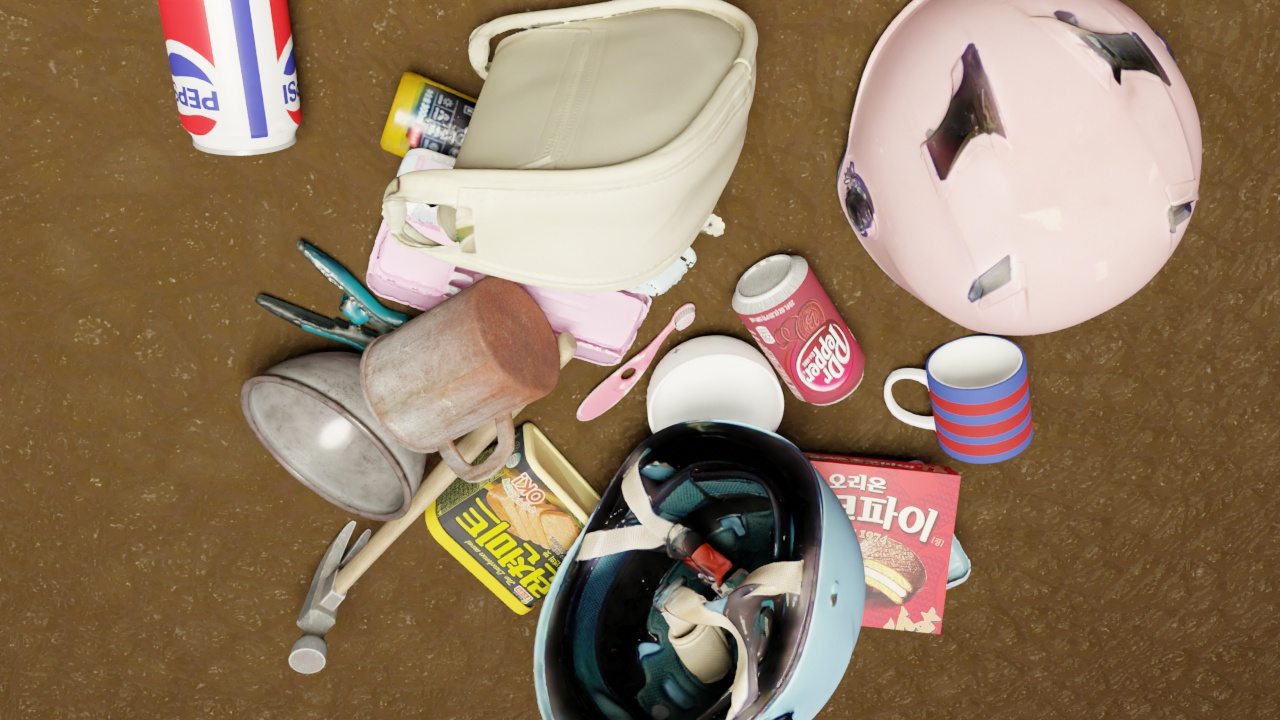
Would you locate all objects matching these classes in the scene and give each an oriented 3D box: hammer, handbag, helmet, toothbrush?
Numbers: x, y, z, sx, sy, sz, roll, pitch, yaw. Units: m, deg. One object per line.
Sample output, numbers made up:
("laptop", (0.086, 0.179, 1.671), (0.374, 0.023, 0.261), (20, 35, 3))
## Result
("hammer", (-0.162, 0.096, 0.697), (0.030, 0.119, 0.332), (34, 111, -24))
("handbag", (-0.030, -0.117, 0.542), (0.184, 0.228, 0.132), (7, 132, 2))
("helmet", (0.258, -0.128, 0.614), (0.230, 0.152, 0.255), (-19, 115, 8))
("helmet", (0.051, 0.187, 0.663), (0.265, 0.225, 0.167), (-50, 130, -2))
("toothbrush", (-0.004, 0.004, 0.726), (0.021, 0.016, 0.135), (37, 109, -25))

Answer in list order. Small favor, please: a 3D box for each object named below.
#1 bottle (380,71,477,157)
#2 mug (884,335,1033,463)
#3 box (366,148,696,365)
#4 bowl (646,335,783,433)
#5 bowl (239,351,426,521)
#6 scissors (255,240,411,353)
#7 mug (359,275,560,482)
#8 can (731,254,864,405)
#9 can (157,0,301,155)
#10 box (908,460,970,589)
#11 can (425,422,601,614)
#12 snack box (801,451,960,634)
("bottle", (-0.075, -0.132, 0.614), (0.186, 0.053, 0.053), (19, 116, -18))
("mug", (0.259, 0.033, 0.753), (0.112, 0.074, 0.076), (-4, 125, 25))
("box", (-0.079, -0.073, 0.643), (0.201, 0.058, 0.156), (18, 136, -17))
("bowl", (0.057, 0.026, 0.724), (0.105, 0.054, 0.105), (-1, 121, -2))
("bowl", (-0.212, 0.045, 0.674), (0.145, 0.067, 0.145), (20, 140, 17))
("scissors", (-0.211, -0.031, 0.676), (0.120, 0.019, 0.150), (-14, 123, 0))
("mug", (-0.114, 0.018, 0.618), (0.110, 0.096, 0.123), (-27, 83, 31))
("can", (0.122, -0.022, 0.700), (0.063, 0.063, 0.114), (-33, 119, 11))
("can", (-0.244, -0.196, 0.544), (0.070, 0.070, 0.132), (0, 120, -8))
("box", (0.171, 0.180, 0.803), (0.214, 0.092, 0.090), (-23, 140, 6))
("can", (-0.095, 0.129, 0.756), (0.101, 0.072, 0.131), (-34, 119, 9))
("snack box", (0.176, 0.149, 0.763), (0.152, 0.036, 0.133), (5, 96, 3))
